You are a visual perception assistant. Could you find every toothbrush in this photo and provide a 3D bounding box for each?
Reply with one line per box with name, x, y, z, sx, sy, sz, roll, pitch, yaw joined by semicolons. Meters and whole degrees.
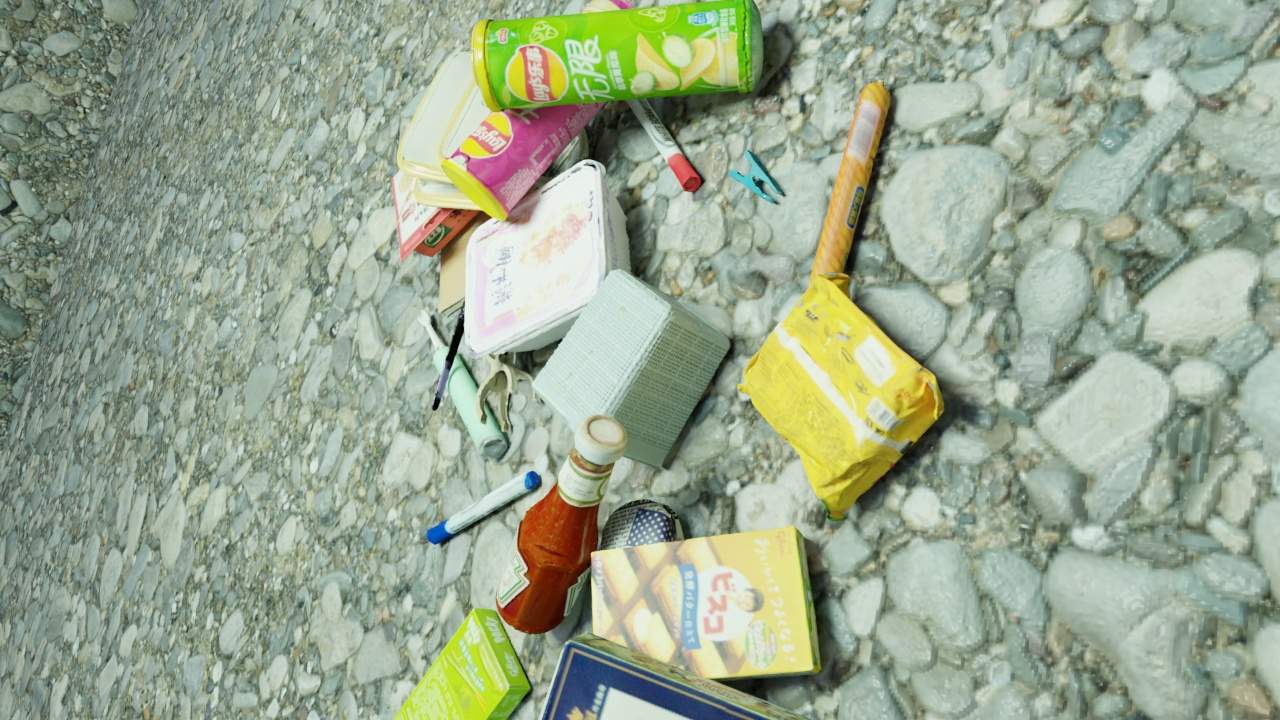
toothbrush;-0.181;0.015;0.892;0.026;0.027;0.224;-29;47;-10
toothbrush;-0.169;-0.040;0.883;0.017;0.014;0.188;5;72;30

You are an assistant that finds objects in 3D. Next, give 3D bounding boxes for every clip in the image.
clip;0.087;-0.135;0.689;0.049;0.015;0.057;-51;45;16
clip;-0.131;0.023;0.834;0.094;0.035;0.102;-60;40;8

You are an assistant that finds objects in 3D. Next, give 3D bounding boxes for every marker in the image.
marker;-0.142;0.132;0.817;0.146;0.017;0.016;-32;55;33
marker;0.016;-0.192;0.779;0.017;0.017;0.145;-46;48;23

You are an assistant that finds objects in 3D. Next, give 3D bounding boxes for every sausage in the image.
sausage;0.142;-0.114;0.621;0.021;0.021;0.165;12;84;46

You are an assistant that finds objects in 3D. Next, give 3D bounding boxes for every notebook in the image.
notebook;-0.161;-0.167;0.950;0.150;0.012;0.211;-26;58;35

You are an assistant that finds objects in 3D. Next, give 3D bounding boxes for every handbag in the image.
handbag;-0.127;-0.219;0.871;0.179;0.063;0.163;10;64;18

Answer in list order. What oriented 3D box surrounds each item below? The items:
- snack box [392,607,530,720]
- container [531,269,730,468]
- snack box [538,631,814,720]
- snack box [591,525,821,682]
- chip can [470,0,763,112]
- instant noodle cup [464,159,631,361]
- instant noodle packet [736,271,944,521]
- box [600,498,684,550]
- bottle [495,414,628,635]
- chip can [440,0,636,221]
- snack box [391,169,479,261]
snack box;-0.156;0.292;0.765;0.156;0.026;0.085;-55;45;16
container;-0.004;0.004;0.677;0.111;0.090;0.090;-57;45;9
snack box;0.017;0.273;0.524;0.182;0.045;0.178;18;88;14
snack box;0.038;0.158;0.581;0.140;0.034;0.086;-10;65;15
chip can;-0.016;-0.238;0.715;0.221;0.072;0.072;-2;70;8
instant noodle cup;-0.076;-0.076;0.795;0.174;0.060;0.137;-25;58;37
instant noodle packet;0.124;0.019;0.574;0.111;0.044;0.128;-55;41;24
box;0.009;0.179;0.638;0.072;0.060;0.164;-12;66;19
bottle;-0.055;0.119;0.654;0.059;0.059;0.207;63;142;38
chip can;-0.078;-0.222;0.798;0.210;0.071;0.071;-50;43;-8
snack box;-0.205;-0.173;0.954;0.113;0.044;0.127;-37;51;28
